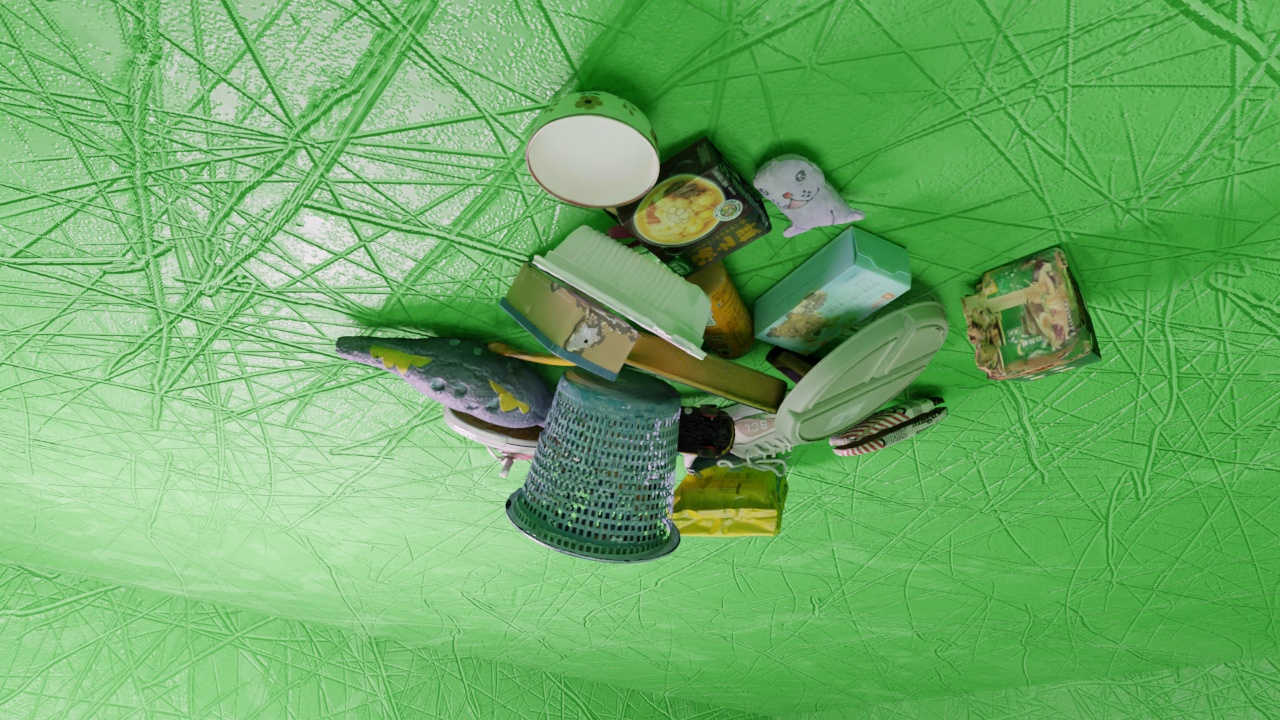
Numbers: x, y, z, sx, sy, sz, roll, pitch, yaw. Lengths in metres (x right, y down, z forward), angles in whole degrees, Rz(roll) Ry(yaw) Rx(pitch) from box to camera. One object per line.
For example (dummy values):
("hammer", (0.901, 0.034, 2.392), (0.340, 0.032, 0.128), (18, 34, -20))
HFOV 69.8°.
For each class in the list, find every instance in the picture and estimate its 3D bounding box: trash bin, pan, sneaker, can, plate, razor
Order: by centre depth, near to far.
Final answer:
("can", (0.083, -0.056, 0.999), (0.058, 0.058, 0.146), (-7, 152, 19))
("plate", (0.252, 0.020, 1.027), (0.230, 0.027, 0.231), (-26, 153, -15))
("pan", (-0.006, 0.006, 1.069), (0.357, 0.078, 0.197), (19, 180, 11))
("razor", (0.221, 0.029, 1.137), (0.167, 0.067, 0.062), (30, 160, -27))
("trash bin", (-0.040, 0.115, 1.144), (0.226, 0.195, 0.226), (12, -167, -3))
("sneaker", (0.163, 0.108, 1.252), (0.243, 0.090, 0.089), (-14, 147, 28))
("sneaker", (-0.175, 0.112, 1.297), (0.240, 0.118, 0.088), (18, 128, -33))

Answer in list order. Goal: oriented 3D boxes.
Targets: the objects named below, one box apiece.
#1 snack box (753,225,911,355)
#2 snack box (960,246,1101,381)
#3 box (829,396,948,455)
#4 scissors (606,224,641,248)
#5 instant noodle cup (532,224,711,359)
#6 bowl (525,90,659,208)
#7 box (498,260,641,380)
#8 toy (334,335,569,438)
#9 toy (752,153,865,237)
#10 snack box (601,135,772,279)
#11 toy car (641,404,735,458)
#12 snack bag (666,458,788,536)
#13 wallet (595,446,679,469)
("snack box", (0.199, -0.069, 0.973), (0.074, 0.051, 0.175), (19, 148, -23))
("snack box", (0.419, -0.036, 0.959), (0.118, 0.118, 0.105), (-23, 153, 40))
("box", (0.317, 0.079, 1.178), (0.164, 0.060, 0.072), (-18, -161, -18))
("scissors", (0.031, -0.136, 0.917), (0.133, 0.017, 0.134), (-3, 150, 5))
("instant noodle cup", (-0.006, -0.070, 0.886), (0.173, 0.060, 0.138), (29, -179, 12))
("bowl", (-0.039, -0.189, 0.784), (0.113, 0.062, 0.114), (2, 150, 1))
("box", (-0.079, -0.046, 0.962), (0.089, 0.062, 0.184), (27, -176, -33))
("toy", (-0.204, 0.032, 1.171), (0.356, 0.091, 0.138), (24, 157, -27))
("toy", (0.146, -0.153, 0.846), (0.084, 0.038, 0.108), (-13, 148, 36))
("snack box", (0.040, -0.136, 0.859), (0.126, 0.053, 0.113), (-29, 143, 22))
("toy car", (0.050, 0.092, 1.241), (0.156, 0.071, 0.041), (3, 173, 18))
("snack bag", (0.131, 0.192, 1.337), (0.158, 0.068, 0.246), (-2, -173, 12))
("wallet", (-0.007, 0.128, 1.317), (0.133, 0.040, 0.106), (-20, 148, -10))
